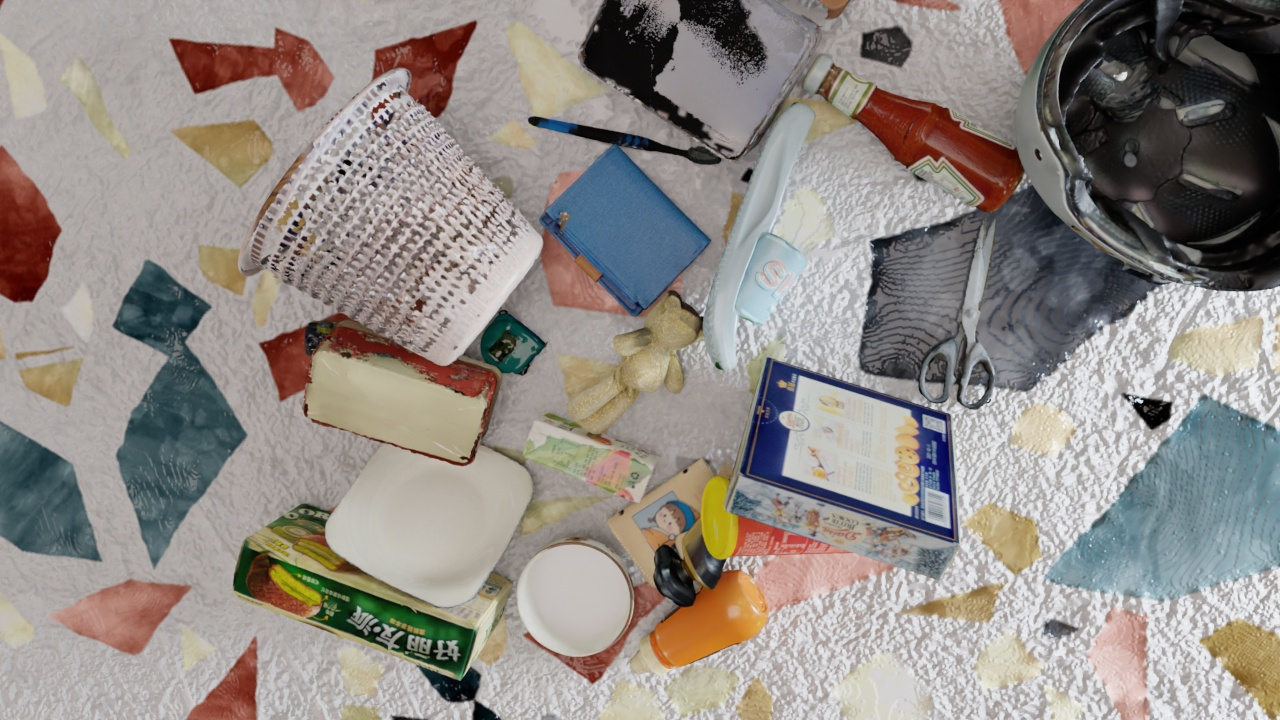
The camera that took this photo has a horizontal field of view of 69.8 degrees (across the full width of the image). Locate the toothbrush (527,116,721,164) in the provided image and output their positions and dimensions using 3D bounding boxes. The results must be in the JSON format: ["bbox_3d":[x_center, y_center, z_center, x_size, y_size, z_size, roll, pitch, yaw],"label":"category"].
[{"bbox_3d":[-0.016,-0.209,0.864,0.189,0.016,0.014,14,90,7],"label":"toothbrush"}]

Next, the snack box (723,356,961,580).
[{"bbox_3d":[0.177,0.085,0.792,0.182,0.177,0.046,17,125,6],"label":"snack box"}]

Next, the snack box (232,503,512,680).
[{"bbox_3d":[-0.257,0.220,0.895,0.240,0.114,0.063,18,101,5],"label":"snack box"}]

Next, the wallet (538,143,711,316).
[{"bbox_3d":[-0.015,-0.121,0.863,0.133,0.040,0.106,45,91,1],"label":"wallet"}]

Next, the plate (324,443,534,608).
[{"bbox_3d":[-0.200,0.148,0.889,0.164,0.034,0.163,24,59,9],"label":"plate"}]

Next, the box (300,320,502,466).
[{"bbox_3d":[-0.225,0.033,0.865,0.168,0.079,0.091,17,116,-5],"label":"box"}]

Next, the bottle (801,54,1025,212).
[{"bbox_3d":[0.238,-0.205,0.811,0.206,0.059,0.060,32,99,3],"label":"bottle"}]

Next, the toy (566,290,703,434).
[{"bbox_3d":[-0.005,0.005,0.863,0.157,0.066,0.105,-46,130,4],"label":"toy"}]

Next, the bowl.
[{"bbox_3d":[-0.059,0.224,0.897,0.113,0.062,0.113,1,96,9],"label":"bowl"}]

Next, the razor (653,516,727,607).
[{"bbox_3d":[0.073,0.153,0.860,0.167,0.062,0.067,-52,46,-4],"label":"razor"}]

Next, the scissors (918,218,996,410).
[{"bbox_3d":[0.294,-0.042,0.844,0.136,0.014,0.175,-24,93,8],"label":"scissors"}]

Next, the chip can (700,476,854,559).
[{"bbox_3d":[0.167,0.138,0.817,0.216,0.073,0.073,2,97,-14],"label":"chip can"}]

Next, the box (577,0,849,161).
[{"bbox_3d":[0.085,-0.325,0.793,0.179,0.126,0.274,33,95,3],"label":"box"}]

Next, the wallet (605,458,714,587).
[{"bbox_3d":[0.037,0.162,0.897,0.115,0.024,0.087,-33,88,5],"label":"wallet"}]

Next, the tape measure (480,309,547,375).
[{"bbox_3d":[-0.128,-0.014,0.896,0.058,0.025,0.054,39,99,2],"label":"tape measure"}]

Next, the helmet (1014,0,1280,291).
[{"bbox_3d":[0.423,-0.181,0.741,0.274,0.157,0.230,27,98,-7],"label":"helmet"}]

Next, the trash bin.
[{"bbox_3d":[-0.203,-0.108,0.814,0.192,0.227,0.228,38,100,-11],"label":"trash bin"}]

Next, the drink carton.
[{"bbox_3d":[-0.047,0.094,0.884,0.122,0.053,0.045,20,99,5],"label":"drink carton"}]

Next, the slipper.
[{"bbox_3d":[0.116,-0.106,0.819,0.074,0.104,0.245,19,92,3],"label":"slipper"}]

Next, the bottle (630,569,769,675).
[{"bbox_3d":[0.051,0.262,0.890,0.150,0.066,0.067,-37,91,17],"label":"bottle"}]

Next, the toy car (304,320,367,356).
[{"bbox_3d":[-0.285,-0.017,0.908,0.090,0.035,0.042,10,117,1],"label":"toy car"}]
